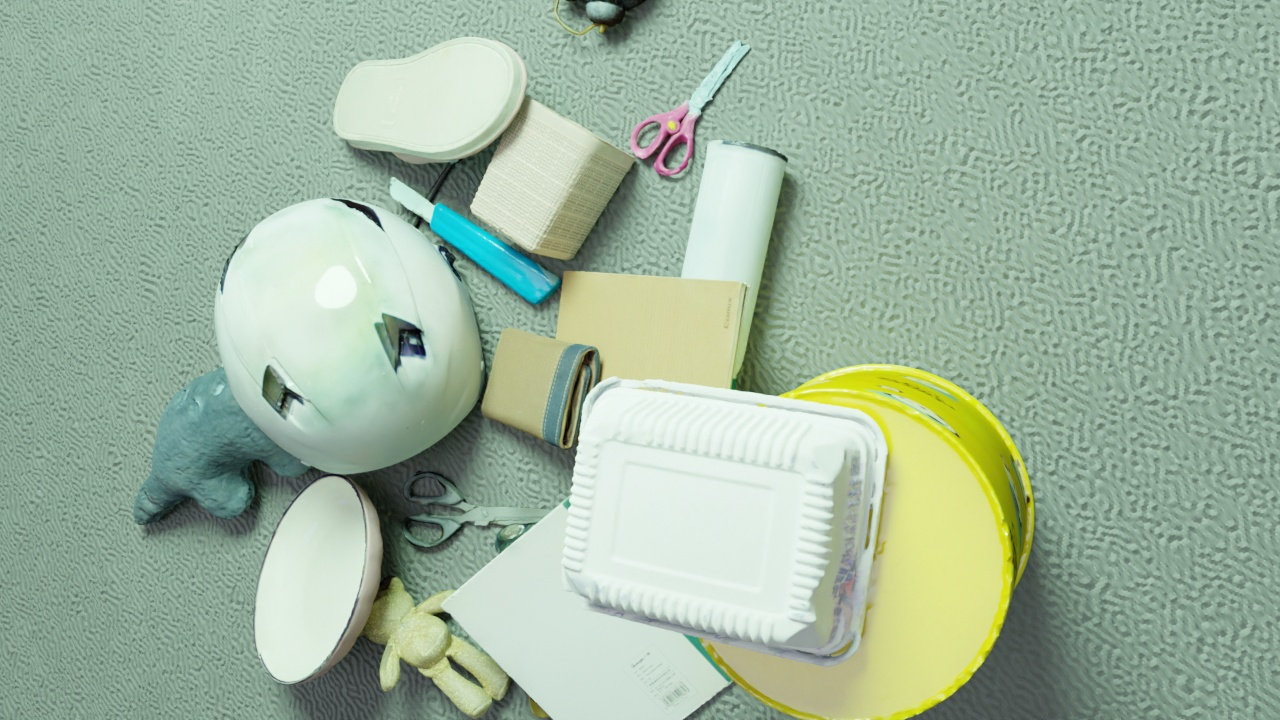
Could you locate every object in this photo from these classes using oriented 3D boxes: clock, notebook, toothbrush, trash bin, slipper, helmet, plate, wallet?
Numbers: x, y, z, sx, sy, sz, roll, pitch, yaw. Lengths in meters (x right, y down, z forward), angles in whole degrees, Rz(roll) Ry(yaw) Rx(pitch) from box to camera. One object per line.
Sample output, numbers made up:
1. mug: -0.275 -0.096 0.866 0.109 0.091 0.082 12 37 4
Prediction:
1. clock: -0.031 -0.342 0.803 0.082 0.055 0.122 43 103 16
2. notebook: -0.042 0.232 0.763 0.150 0.012 0.209 -40 97 11
3. toothbrush: -0.217 -0.139 0.884 0.015 0.018 0.181 38 102 15
4. trash bin: 0.146 0.111 0.610 0.230 0.255 0.229 -1 87 20
5. slipper: -0.191 -0.232 0.835 0.275 0.054 0.114 10 87 42
6. helmet: -0.263 -0.034 0.789 0.229 0.146 0.258 -23 81 -6
7. notebook: -0.004 0.004 0.753 0.212 0.012 0.149 10 92 47
8. plate: -0.295 0.203 0.856 0.193 0.039 0.192 -21 58 37
9. wallet: -0.089 0.022 0.802 0.115 0.033 0.090 14 91 42

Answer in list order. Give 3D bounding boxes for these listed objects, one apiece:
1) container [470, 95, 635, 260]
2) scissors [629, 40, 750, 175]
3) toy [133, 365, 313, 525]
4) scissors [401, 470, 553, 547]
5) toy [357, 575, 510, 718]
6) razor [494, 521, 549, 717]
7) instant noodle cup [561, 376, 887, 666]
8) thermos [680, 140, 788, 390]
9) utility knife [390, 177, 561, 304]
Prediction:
1. container: -0.078 -0.154 0.796 0.090 0.089 0.111 34 103 18
2. scissors: 0.051 -0.219 0.790 0.135 0.017 0.064 -46 74 9
3. toy: -0.399 0.075 0.910 0.357 0.091 0.138 -23 107 19
4. scissors: -0.146 0.151 0.848 0.173 0.014 0.142 38 99 15
5. toy: -0.189 0.263 0.836 0.157 0.066 0.105 32 66 15
6. razor: -0.092 0.225 0.798 0.062 0.067 0.167 -6 92 20
7. instant noodle cup: 0.034 0.083 0.485 0.174 0.060 0.138 8 90 19
8. thermos: 0.062 -0.061 0.750 0.073 0.073 0.224 13 92 20
9. utility knife: -0.160 -0.115 0.853 0.202 0.018 0.034 35 102 14
